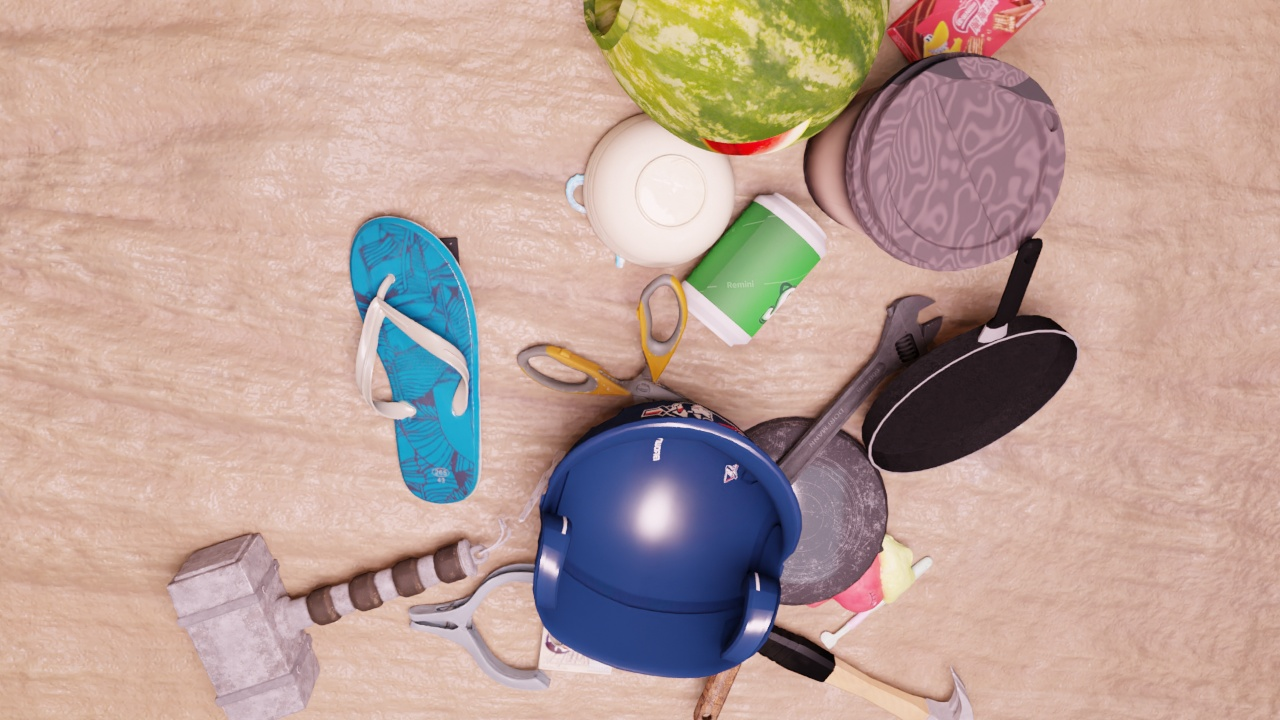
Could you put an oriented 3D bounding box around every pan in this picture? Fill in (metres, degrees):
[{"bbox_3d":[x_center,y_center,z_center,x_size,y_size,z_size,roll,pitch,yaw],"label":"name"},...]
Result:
[{"bbox_3d":[0.318,0.000,0.860,0.225,0.034,0.357,-19,145,-6],"label":"pan"},{"bbox_3d":[0.134,0.232,0.965,0.207,0.040,0.357,23,89,-1],"label":"pan"}]

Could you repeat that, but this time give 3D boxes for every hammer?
[{"bbox_3d":[0.222,0.351,1.027,0.328,0.039,0.131,28,114,-9],"label":"hammer"},{"bbox_3d":[-0.284,0.237,0.926,0.326,0.079,0.177,-18,104,-3],"label":"hammer"}]

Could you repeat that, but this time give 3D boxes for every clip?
[{"bbox_3d":[-0.142,0.284,0.965,0.165,0.032,0.165,-39,95,10],"label":"clip"}]

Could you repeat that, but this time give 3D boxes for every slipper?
[{"bbox_3d":[-0.213,0.009,0.885,0.118,0.060,0.295,-5,105,4],"label":"slipper"}]

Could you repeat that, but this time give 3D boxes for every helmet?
[{"bbox_3d":[0.090,-0.296,0.777,0.247,0.214,0.243,12,82,-24],"label":"helmet"},{"bbox_3d":[0.027,0.136,0.844,0.232,0.222,0.273,17,139,-3],"label":"helmet"}]

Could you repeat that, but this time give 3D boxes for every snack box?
[{"bbox_3d":[-0.061,0.263,0.988,0.082,0.026,0.150,6,103,-8],"label":"snack box"},{"bbox_3d":[0.319,-0.335,0.897,0.133,0.021,0.089,-43,105,4],"label":"snack box"}]

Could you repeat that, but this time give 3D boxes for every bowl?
[{"bbox_3d":[0.023,-0.159,0.864,0.150,0.075,0.151,-1,102,-7],"label":"bowl"}]

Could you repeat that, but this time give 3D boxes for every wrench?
[{"bbox_3d":[0.218,0.037,0.946,0.273,0.018,0.073,-47,105,-9],"label":"wrench"}]

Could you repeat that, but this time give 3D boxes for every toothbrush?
[{"bbox_3d":[-0.092,0.120,0.872,0.010,0.181,0.010,6,104,5],"label":"toothbrush"},{"bbox_3d":[0.268,0.272,1.036,0.155,0.015,0.022,-39,107,2],"label":"toothbrush"}]

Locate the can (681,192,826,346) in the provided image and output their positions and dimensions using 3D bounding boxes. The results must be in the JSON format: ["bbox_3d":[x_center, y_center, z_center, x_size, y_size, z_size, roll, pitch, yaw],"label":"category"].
[{"bbox_3d":[0.109,-0.088,0.895,0.088,0.087,0.140,40,95,-14],"label":"can"}]

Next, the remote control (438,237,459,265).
[{"bbox_3d":[-0.191,-0.051,0.907,0.030,0.009,0.140,-3,103,-6],"label":"remote control"}]

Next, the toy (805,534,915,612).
[{"bbox_3d":[0.235,0.235,1.008,0.135,0.045,0.092,-7,100,-4],"label":"toy"}]

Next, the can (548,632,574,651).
[{"bbox_3d":[-0.045,0.266,0.933,0.076,0.067,0.067,24,99,-28],"label":"can"}]

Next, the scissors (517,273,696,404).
[{"bbox_3d":[-0.006,0.006,0.907,0.225,0.016,0.230,20,124,-4],"label":"scissors"}]

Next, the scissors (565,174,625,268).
[{"bbox_3d":[-0.002,-0.159,0.905,0.134,0.011,0.140,33,96,-10],"label":"scissors"}]

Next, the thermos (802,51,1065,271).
[{"bbox_3d":[0.240,-0.176,0.819,0.172,0.226,0.173,-2,103,-7],"label":"thermos"}]
